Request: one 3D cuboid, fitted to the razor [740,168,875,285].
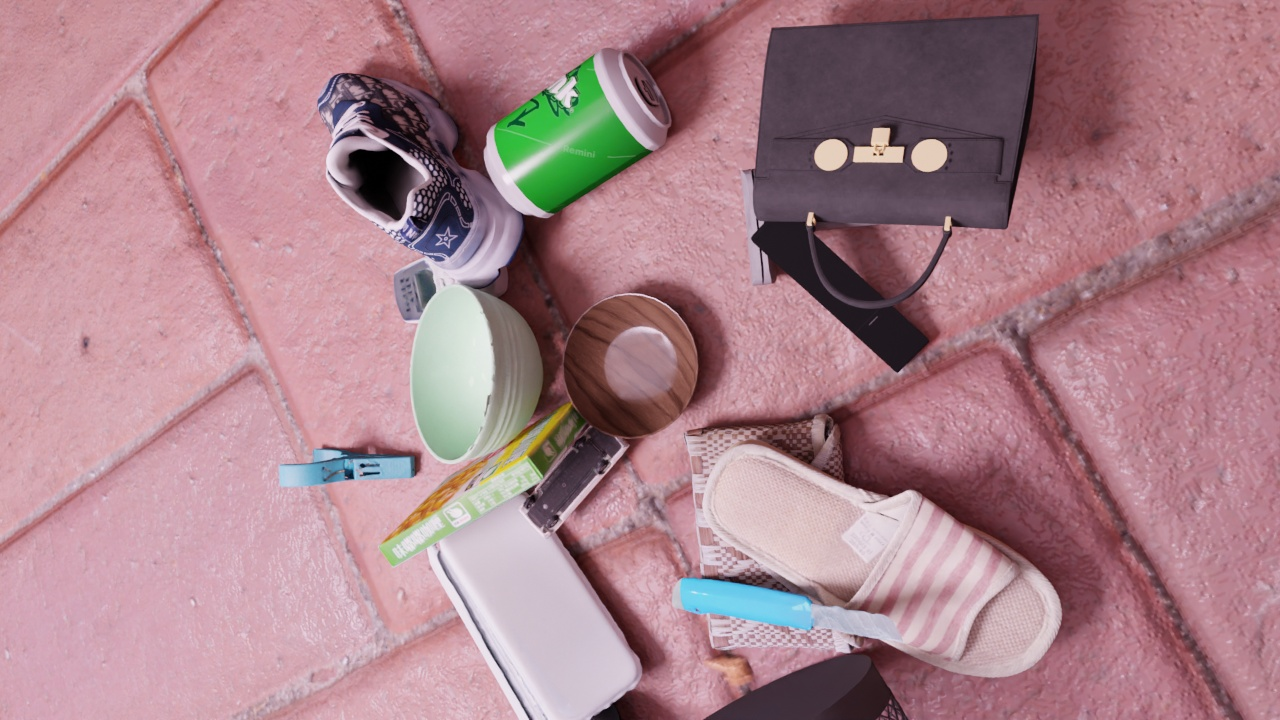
[{"bbox_3d":[0.138,-0.107,0.694,0.116,0.047,0.088,-6,92,16],"label":"razor"}]

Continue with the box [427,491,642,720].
[{"bbox_3d":[-0.099,0.226,0.820,0.210,0.105,0.129,57,156,12],"label":"box"}]

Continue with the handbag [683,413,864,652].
[{"bbox_3d":[0.104,0.139,0.723,0.124,0.047,0.186,-7,92,25],"label":"handbag"}]

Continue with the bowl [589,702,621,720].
[{"bbox_3d":[-0.041,0.360,0.787,0.052,0.123,0.124,40,112,-19],"label":"bowl"}]

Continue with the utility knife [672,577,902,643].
[{"bbox_3d":[0.097,0.183,0.674,0.221,0.015,0.031,-5,93,51],"label":"utility knife"}]

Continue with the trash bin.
[{"bbox_3d":[0.134,0.355,0.638,0.218,0.217,0.227,-32,78,22],"label":"trash bin"}]

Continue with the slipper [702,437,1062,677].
[{"bbox_3d":[0.166,0.138,0.653,0.263,0.052,0.115,25,100,13],"label":"slipper"}]

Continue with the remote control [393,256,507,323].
[{"bbox_3d":[-0.173,-0.070,0.837,0.114,0.028,0.060,-11,89,24],"label":"remote control"}]

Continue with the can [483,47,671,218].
[{"bbox_3d":[-0.052,-0.182,0.743,0.140,0.087,0.088,-28,83,23],"label":"can"}]

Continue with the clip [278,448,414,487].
[{"bbox_3d":[-0.291,0.102,0.894,0.120,0.122,0.033,1,94,60],"label":"clip"}]

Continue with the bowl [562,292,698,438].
[{"bbox_3d":[-0.005,0.004,0.764,0.119,0.032,0.119,0,90,21],"label":"bowl"}]

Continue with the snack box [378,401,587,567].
[{"bbox_3d":[-0.128,0.100,0.775,0.168,0.131,0.027,-32,98,22],"label":"snack box"}]

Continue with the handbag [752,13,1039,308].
[{"bbox_3d":[0.164,-0.125,0.620,0.176,0.072,0.195,6,71,23],"label":"handbag"}]

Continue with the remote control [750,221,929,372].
[{"bbox_3d":[0.147,-0.052,0.678,0.150,0.013,0.034,41,103,-6],"label":"remote control"}]

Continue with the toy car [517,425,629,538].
[{"bbox_3d":[-0.055,0.101,0.792,0.039,0.039,0.113,44,105,16],"label":"toy car"}]

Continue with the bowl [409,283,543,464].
[{"bbox_3d":[-0.133,0.012,0.788,0.151,0.076,0.151,-3,86,52],"label":"bowl"}]

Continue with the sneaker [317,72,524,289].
[{"bbox_3d":[-0.220,-0.172,0.779,0.103,0.132,0.269,-50,63,16],"label":"sneaker"}]
